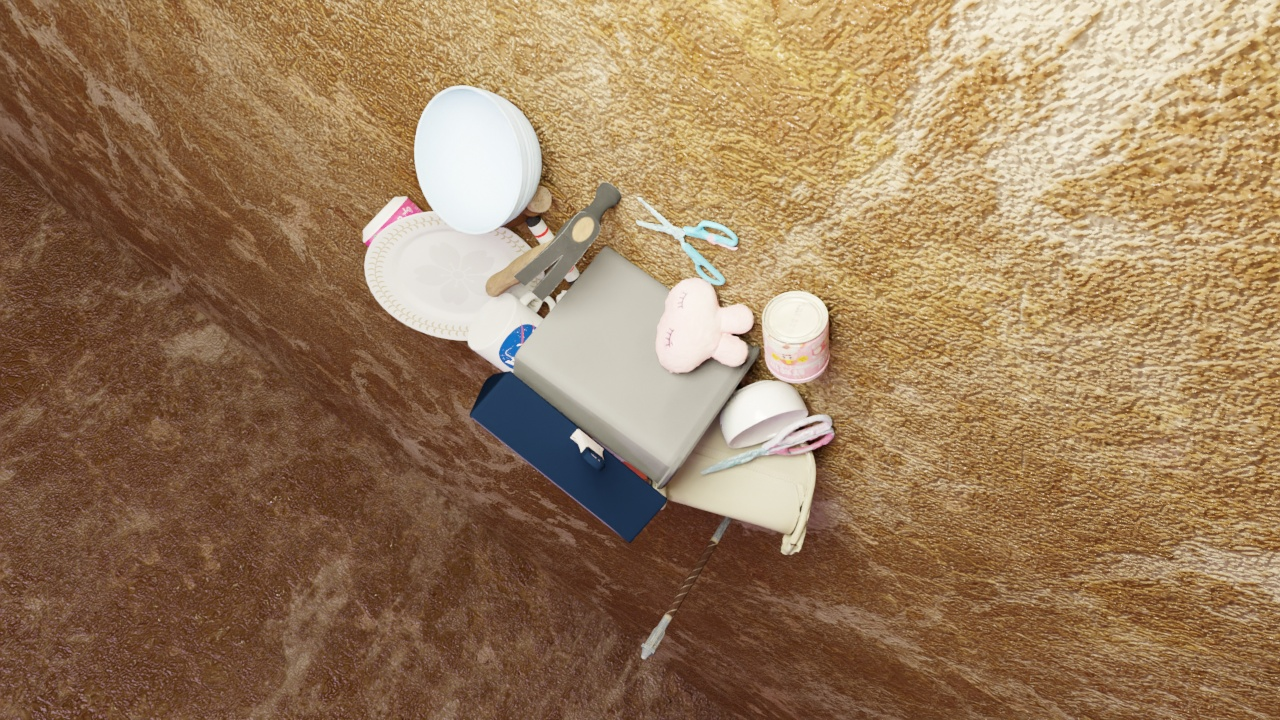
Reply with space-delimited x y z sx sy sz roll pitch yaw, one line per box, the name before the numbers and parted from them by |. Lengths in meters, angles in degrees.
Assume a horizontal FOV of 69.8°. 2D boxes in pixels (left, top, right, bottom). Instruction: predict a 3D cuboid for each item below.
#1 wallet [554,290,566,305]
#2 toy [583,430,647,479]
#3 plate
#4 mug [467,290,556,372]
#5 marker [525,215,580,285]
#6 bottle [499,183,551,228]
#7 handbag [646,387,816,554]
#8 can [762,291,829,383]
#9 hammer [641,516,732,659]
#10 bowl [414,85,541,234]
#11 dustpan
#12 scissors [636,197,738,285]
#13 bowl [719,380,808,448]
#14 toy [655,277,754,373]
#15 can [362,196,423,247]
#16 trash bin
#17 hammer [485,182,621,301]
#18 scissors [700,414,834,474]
wallet | -0.060 -0.047 1.222 0.116 0.032 0.086 21 160 7
toy | 0.006 0.122 1.387 0.164 0.092 0.172 -14 144 27
plate | -0.250 -0.114 1.248 0.242 0.016 0.243 0 140 0
mug | -0.164 -0.042 1.261 0.090 0.121 0.091 39 -179 -37
marker | -0.103 -0.131 1.155 0.019 0.019 0.145 12 147 43
bottle | -0.164 -0.189 1.067 0.157 0.067 0.068 11 147 44
handbag | 0.111 0.138 1.197 0.229 0.183 0.132 17 159 0
can | 0.160 -0.023 0.943 0.067 0.067 0.076 24 154 25
hammer | 0.090 0.275 1.282 0.099 0.321 0.044 11 147 44
bowl | -0.160 -0.214 0.974 0.151 0.074 0.151 11 111 31
dustpan | -0.076 0.099 1.053 0.236 0.080 0.273 40 -172 -11
scissors | 0.054 -0.123 0.974 0.136 0.015 0.126 24 154 38
bowl | 0.142 0.060 1.098 0.105 0.104 0.054 102 148 -65
toy | 0.071 -0.035 1.013 0.105 0.108 0.053 12 175 0
can | -0.310 -0.151 1.311 0.166 0.088 0.088 44 156 -19
trash bin | -0.006 0.006 1.073 0.220 0.191 0.098 35 157 5
hammer | -0.128 -0.114 1.084 0.040 0.132 0.306 41 158 -16
scissors | 0.153 0.107 1.122 0.077 0.174 0.017 64 -171 -54
